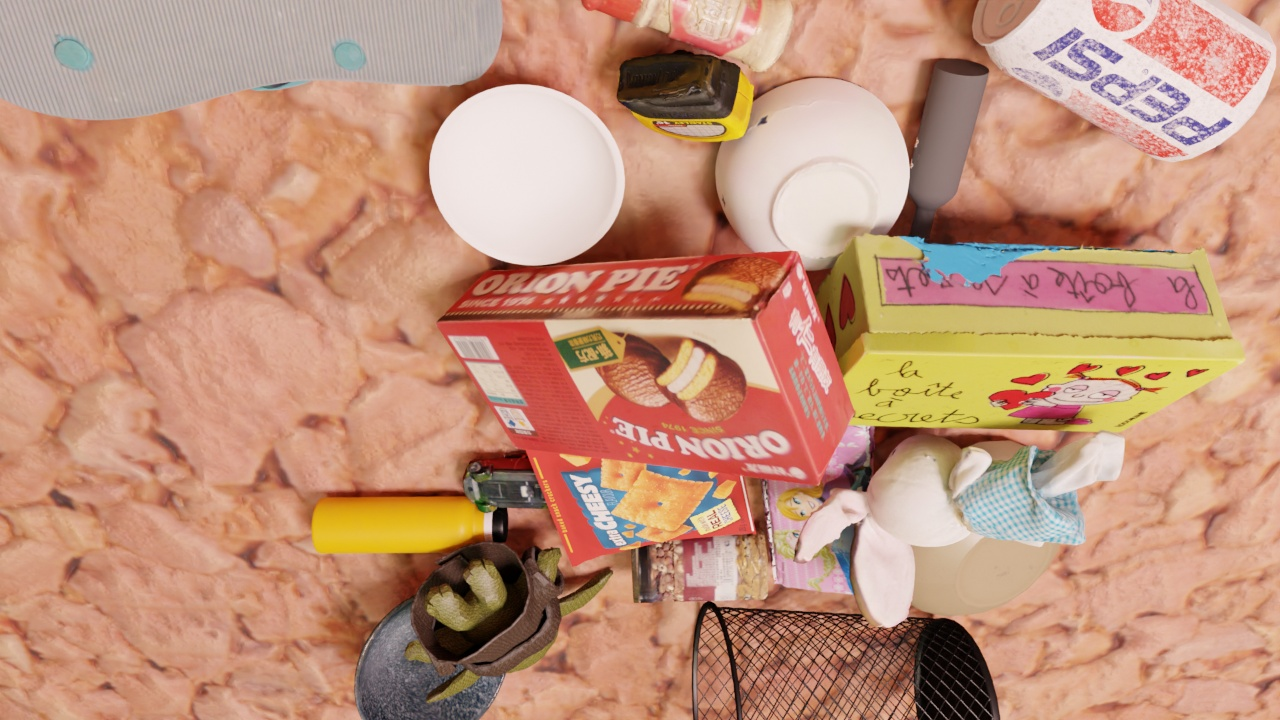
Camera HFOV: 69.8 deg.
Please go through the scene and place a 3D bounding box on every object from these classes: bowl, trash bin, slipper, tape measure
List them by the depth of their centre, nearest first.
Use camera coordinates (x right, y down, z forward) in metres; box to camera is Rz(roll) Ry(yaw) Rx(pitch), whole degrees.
[{"bbox_3d":[-0.209,-0.188,0.485,0.268,0.054,0.098,-7,124,-9],"label":"slipper"},{"bbox_3d":[0.028,-0.146,0.502,0.066,0.037,0.064,8,177,36],"label":"tape measure"},{"bbox_3d":[0.102,-0.100,0.534,0.113,0.063,0.114,0,125,0],"label":"bowl"},{"bbox_3d":[-0.064,-0.114,0.536,0.110,0.040,0.110,0,126,0],"label":"bowl"},{"bbox_3d":[0.258,0.137,0.689,0.152,0.050,0.152,-8,121,-14],"label":"bowl"},{"bbox_3d":[0.163,0.290,0.756,0.210,0.183,0.184,0,126,-7],"label":"trash bin"},{"bbox_3d":[-0.185,0.252,0.782,0.136,0.057,0.137,-5,99,-36],"label":"bowl"}]

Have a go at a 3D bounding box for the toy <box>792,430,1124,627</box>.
[{"bbox_3d":[0.204,0.081,0.595,0.206,0.105,0.131,-31,126,32],"label":"toy"}]

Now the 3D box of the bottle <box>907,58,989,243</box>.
[{"bbox_3d":[0.176,-0.117,0.542,0.030,0.030,0.113,2,126,-2],"label":"bottle"}]

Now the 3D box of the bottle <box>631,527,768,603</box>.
[{"bbox_3d":[0.046,0.163,0.729,0.105,0.056,0.056,-2,126,1],"label":"bottle"}]

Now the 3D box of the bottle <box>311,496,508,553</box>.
[{"bbox_3d":[-0.176,0.127,0.710,0.143,0.043,0.043,0,126,0],"label":"bottle"}]

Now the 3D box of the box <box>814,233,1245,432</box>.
[{"bbox_3d":[0.213,-0.011,0.550,0.221,0.080,0.125,0,157,-10],"label":"box"}]

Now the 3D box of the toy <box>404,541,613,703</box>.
[{"bbox_3d":[-0.114,0.197,0.716,0.179,0.078,0.153,-34,151,-6],"label":"toy"}]

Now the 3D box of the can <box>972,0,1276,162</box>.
[{"bbox_3d":[0.250,-0.165,0.478,0.136,0.078,0.078,22,123,-16],"label":"can"}]

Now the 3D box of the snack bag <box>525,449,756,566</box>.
[{"bbox_3d":[0.003,0.092,0.665,0.144,0.039,0.131,-11,126,6],"label":"snack bag"}]

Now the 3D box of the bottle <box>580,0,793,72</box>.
[{"bbox_3d":[0.025,-0.188,0.482,0.109,0.044,0.044,16,124,-13],"label":"bottle"}]

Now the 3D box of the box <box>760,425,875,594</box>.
[{"bbox_3d":[0.131,0.089,0.677,0.085,0.053,0.231,-8,126,5],"label":"box"}]

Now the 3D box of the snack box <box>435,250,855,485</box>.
[{"bbox_3d":[-0.003,0.003,0.541,0.237,0.060,0.113,2,131,39],"label":"snack box"}]

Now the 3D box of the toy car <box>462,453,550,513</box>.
[{"bbox_3d":[-0.088,0.090,0.688,0.091,0.036,0.042,-3,127,1],"label":"toy car"}]
